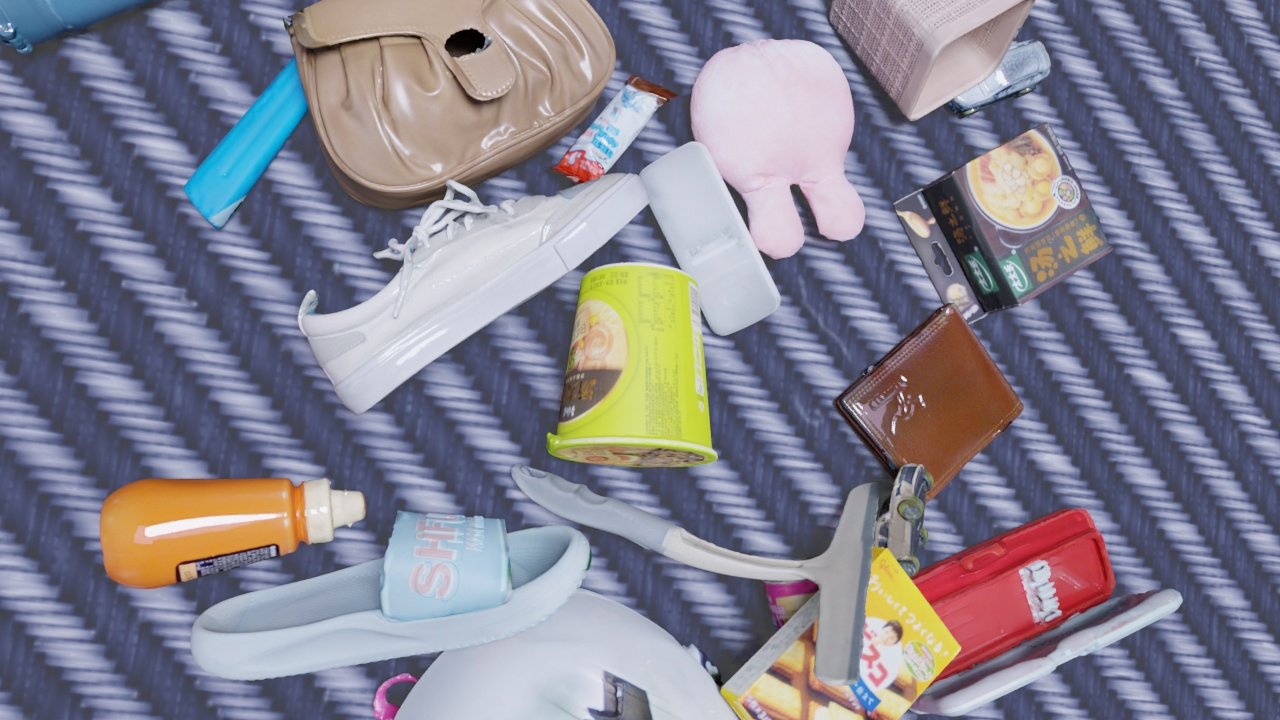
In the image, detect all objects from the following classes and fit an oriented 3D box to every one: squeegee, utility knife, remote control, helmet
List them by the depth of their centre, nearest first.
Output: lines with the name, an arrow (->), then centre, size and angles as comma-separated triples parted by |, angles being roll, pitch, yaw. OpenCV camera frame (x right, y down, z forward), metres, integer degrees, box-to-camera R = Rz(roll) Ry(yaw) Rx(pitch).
helmet -> -0.023, 0.271, 0.553 | 0.228, 0.146, 0.258 | -45, 100, -15
squeegee -> 0.026, 0.115, 0.606 | 0.247, 0.245, 0.039 | 13, 110, 13
utility knife -> -0.247, -0.160, 0.614 | 0.034, 0.018, 0.159 | 35, 78, -11
remote control -> 0.050, -0.087, 0.658 | 0.056, 0.020, 0.136 | -27, 91, 20

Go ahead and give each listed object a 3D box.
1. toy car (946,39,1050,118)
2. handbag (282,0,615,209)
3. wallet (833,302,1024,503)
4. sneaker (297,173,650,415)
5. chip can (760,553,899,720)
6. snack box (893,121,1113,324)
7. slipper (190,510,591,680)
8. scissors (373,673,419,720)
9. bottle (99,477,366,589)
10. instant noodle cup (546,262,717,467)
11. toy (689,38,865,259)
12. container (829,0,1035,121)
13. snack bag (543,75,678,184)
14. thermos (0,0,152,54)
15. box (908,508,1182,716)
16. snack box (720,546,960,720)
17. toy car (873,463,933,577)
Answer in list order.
toy car -> 0.279, -0.224, 0.721 | 0.090, 0.034, 0.043 | -22, 93, -11
handbag -> -0.122, -0.194, 0.600 | 0.204, 0.100, 0.148 | -33, 95, -16
wallet -> 0.219, 0.031, 0.690 | 0.124, 0.032, 0.101 | -39, 91, -13
sneaker -> -0.111, -0.068, 0.600 | 0.242, 0.089, 0.091 | -34, 98, -6
chip can -> 0.143, 0.244, 0.635 | 0.071, 0.071, 0.210 | -14, 89, -13
snack box -> 0.280, -0.103, 0.706 | 0.125, 0.053, 0.113 | -29, 92, -18
slipper -> -0.153, 0.133, 0.566 | 0.245, 0.104, 0.074 | -11, 100, -5
scissors -> -0.111, 0.251, 0.612 | 0.137, 0.017, 0.083 | 10, 83, -15
bottle -> -0.249, 0.100, 0.574 | 0.149, 0.067, 0.066 | -5, 86, -19
instant noodle cup -> -0.004, 0.004, 0.613 | 0.111, 0.112, 0.123 | 5, 76, -12
toy -> 0.103, -0.155, 0.667 | 0.121, 0.054, 0.159 | -14, 88, -5
container -> 0.204, -0.255, 0.669 | 0.089, 0.090, 0.111 | -32, 72, -11
snack bag -> -0.020, -0.163, 0.652 | 0.048, 0.026, 0.104 | 33, 78, 33
thermos -> -0.316, -0.267, 0.584 | 0.220, 0.070, 0.070 | -28, 91, -12
box -> 0.272, 0.182, 0.652 | 0.201, 0.102, 0.095 | -20, 90, -13
snack box -> 0.129, 0.195, 0.582 | 0.140, 0.034, 0.087 | -39, 97, -21
toy car -> 0.187, 0.115, 0.654 | 0.035, 0.042, 0.090 | 11, 122, 22
